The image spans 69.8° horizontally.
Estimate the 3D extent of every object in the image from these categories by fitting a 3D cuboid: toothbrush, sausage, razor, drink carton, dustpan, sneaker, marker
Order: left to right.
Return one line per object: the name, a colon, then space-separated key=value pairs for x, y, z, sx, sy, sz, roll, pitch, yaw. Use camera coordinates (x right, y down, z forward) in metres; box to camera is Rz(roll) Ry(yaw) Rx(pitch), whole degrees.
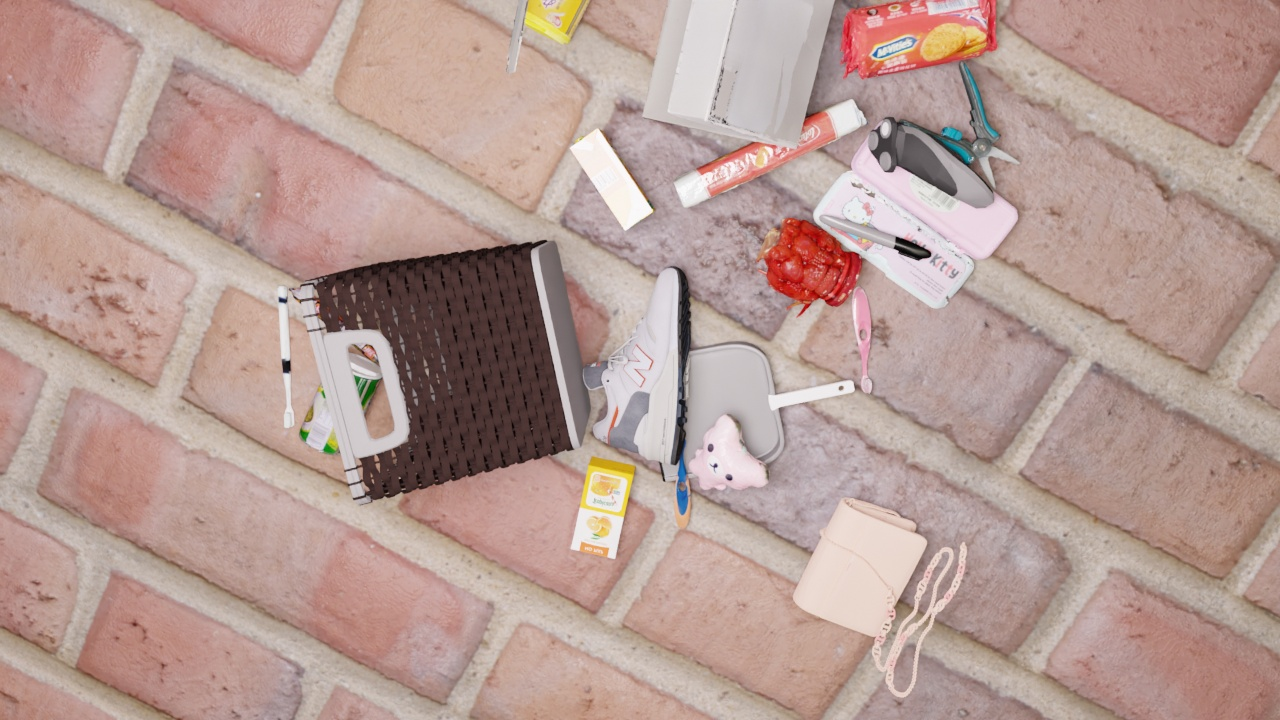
toothbrush: x=-0.459 y=-0.003 z=1.186 sx=0.012 sy=0.017 sz=0.187 roll=-1 pitch=101 yaw=-10
sausage: x=-0.385 y=-0.045 z=1.171 sx=0.155 sy=0.020 sz=0.020 roll=40 pitch=101 yaw=-4
drink carton: x=-0.049 y=0.193 z=1.185 sx=0.058 sy=0.040 sz=0.122 roll=12 pitch=102 yaw=1
drink carton: x=-0.034 y=-0.218 z=1.093 sx=0.041 sy=0.058 sz=0.122 roll=-34 pitch=97 yaw=9
sneaker: x=-0.006 y=0.006 z=1.109 sx=0.124 sy=0.088 sz=0.240 roll=1 pitch=93 yaw=11
toothbrush: x=0.053 y=0.154 z=1.171 sx=0.021 sy=0.017 sz=0.135 roll=4 pitch=111 yaw=14
dustpan: x=0.136 y=0.055 z=1.149 sx=0.258 sy=0.033 sz=0.163 roll=-12 pitch=100 yaw=6
toothbrush: x=0.275 y=-0.024 z=1.133 sx=0.021 sy=0.016 sz=0.135 roll=-8 pitch=101 yaw=-3
marker: x=0.277 y=-0.145 z=1.087 sx=0.139 sy=0.016 sz=0.022 roll=20 pitch=141 yaw=6
razor: x=0.331 y=-0.218 z=1.034 sx=0.156 sy=0.057 sz=0.060 roll=22 pitch=73 yaw=-8

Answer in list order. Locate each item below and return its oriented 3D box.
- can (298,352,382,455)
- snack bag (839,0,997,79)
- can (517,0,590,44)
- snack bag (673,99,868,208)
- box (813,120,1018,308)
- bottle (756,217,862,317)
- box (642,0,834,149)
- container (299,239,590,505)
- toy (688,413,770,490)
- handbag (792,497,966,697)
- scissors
can: x=-0.380 y=0.053 z=1.166 sx=0.067 sy=0.067 sz=0.121 roll=27 pitch=102 yaw=-2
snack bag: x=0.311 y=-0.370 z=1.034 sx=0.176 sy=0.082 sz=0.082 roll=-9 pitch=100 yaw=5
can: x=-0.090 y=-0.424 z=1.052 sx=0.067 sy=0.067 sz=0.105 roll=29 pitch=101 yaw=-2
snack bag: x=0.145 y=-0.240 z=1.067 sx=0.225 sy=0.077 sz=0.041 roll=-25 pitch=102 yaw=8
box: x=0.326 y=-0.172 z=1.088 sx=0.201 sy=0.041 sz=0.154 roll=35 pitch=102 yaw=-3
bottle: x=0.194 y=-0.110 z=1.089 sx=0.111 sy=0.099 sz=0.099 roll=23 pitch=102 yaw=-11
box: x=0.096 y=-0.349 z=1.076 sx=0.164 sy=0.446 sz=0.167 roll=12 pitch=102 yaw=-10
container: x=-0.203 y=-0.004 z=1.057 sx=0.244 sy=0.245 sz=0.247 roll=-11 pitch=100 yaw=2
toy: x=0.102 y=0.125 z=1.134 sx=0.096 sy=0.052 sz=0.099 roll=-34 pitch=85 yaw=30
handbag: x=0.278 y=0.264 z=1.102 sx=0.116 sy=0.187 sz=0.199 roll=20 pitch=106 yaw=-8
scissors: x=0.372 y=-0.271 z=1.045 sx=0.148 sy=0.019 sz=0.118 roll=19 pitch=104 yaw=-2
